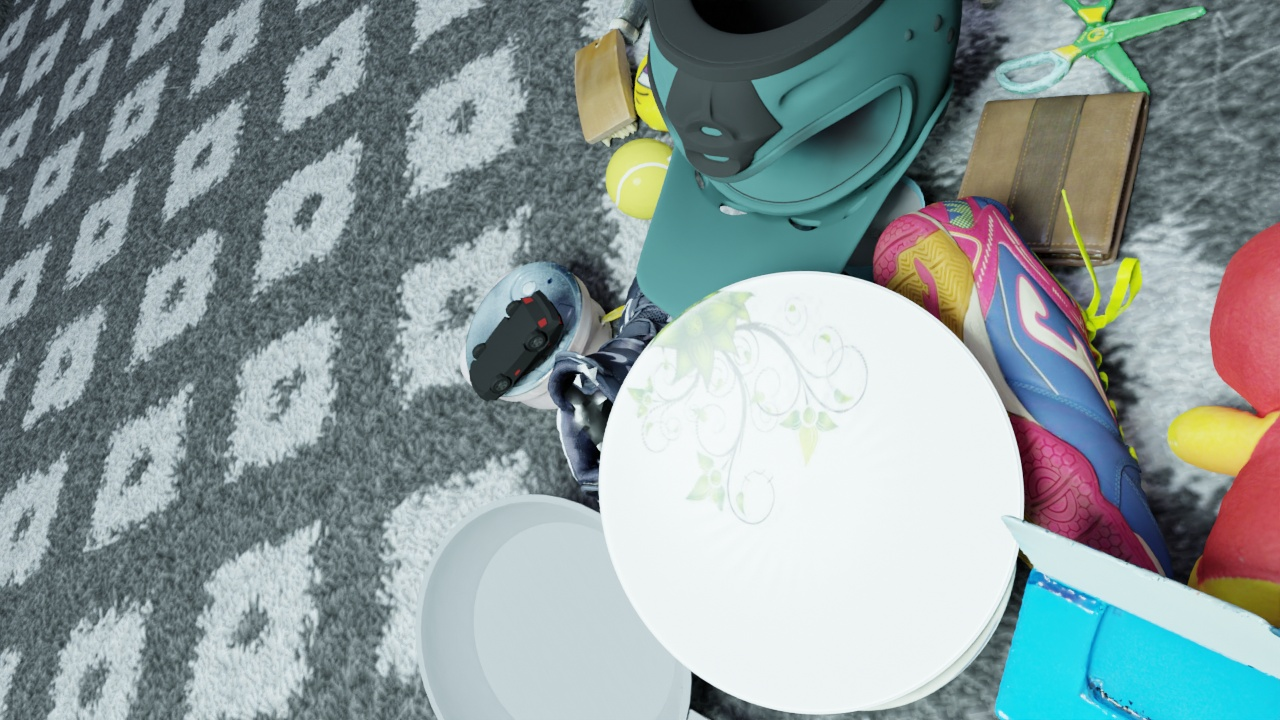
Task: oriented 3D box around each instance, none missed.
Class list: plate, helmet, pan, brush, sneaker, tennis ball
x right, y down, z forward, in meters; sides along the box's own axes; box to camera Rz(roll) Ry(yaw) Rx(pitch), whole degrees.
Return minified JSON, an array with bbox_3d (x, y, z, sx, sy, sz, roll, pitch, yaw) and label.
[{"bbox_3d":[0.084,0.068,0.494,0.230,0.030,0.229,-3,84,28],"label":"plate"},{"bbox_3d":[0.089,-0.162,0.554,0.176,0.200,0.274,17,62,21],"label":"helmet"},{"bbox_3d":[0.011,0.206,0.556,0.357,0.050,0.201,18,100,24],"label":"pan"},{"bbox_3d":[-0.030,-0.248,0.845,0.049,0.039,0.117,-23,54,24],"label":"brush"},{"bbox_3d":[0.221,0.014,0.490,0.091,0.116,0.241,-17,73,-22],"label":"sneaker"},{"bbox_3d":[0.004,-0.148,0.749,0.065,0.065,0.065,-17,58,29],"label":"tennis ball"},{"bbox_3d":[-0.004,0.004,0.619,0.097,0.150,0.252,-17,57,29],"label":"sneaker"}]

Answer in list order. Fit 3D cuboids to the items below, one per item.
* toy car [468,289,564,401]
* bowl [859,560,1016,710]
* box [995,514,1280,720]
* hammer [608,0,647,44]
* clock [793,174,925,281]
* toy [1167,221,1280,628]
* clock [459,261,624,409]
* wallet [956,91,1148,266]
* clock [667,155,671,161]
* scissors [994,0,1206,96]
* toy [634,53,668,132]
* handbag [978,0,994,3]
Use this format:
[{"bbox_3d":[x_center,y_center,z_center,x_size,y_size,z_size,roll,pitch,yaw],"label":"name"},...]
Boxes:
[{"bbox_3d":[-0.092,-0.008,0.689,0.092,0.036,0.042,-49,52,18],"label":"toy car"},{"bbox_3d":[0.136,0.105,0.517,0.177,0.057,0.176,-23,56,39],"label":"bowl"},{"bbox_3d":[0.268,0.142,0.359,0.244,0.171,0.070,23,52,41],"label":"box"},{"bbox_3d":[0.082,-0.335,0.750,0.326,0.036,0.140,27,89,58],"label":"hammer"},{"bbox_3d":[0.150,-0.103,0.635,0.087,0.042,0.123,-43,51,10],"label":"clock"},{"bbox_3d":[0.323,0.025,0.411,0.148,0.098,0.216,7,76,30],"label":"toy"},{"bbox_3d":[-0.093,-0.020,0.759,0.158,0.058,0.116,15,76,40],"label":"clock"},{"bbox_3d":[0.253,-0.115,0.573,0.099,0.027,0.121,9,71,37],"label":"wallet"},{"bbox_3d":[0.100,-0.199,0.715,0.120,0.061,0.159,29,81,41],"label":"clock"},{"bbox_3d":[0.295,-0.209,0.605,0.130,0.011,0.125,-30,51,22],"label":"scissors"},{"bbox_3d":[0.033,-0.241,0.788,0.095,0.041,0.094,31,102,42],"label":"toy"},{"bbox_3d":[0.239,-0.358,0.682,0.233,0.088,0.190,-2,61,39],"label":"handbag"}]
